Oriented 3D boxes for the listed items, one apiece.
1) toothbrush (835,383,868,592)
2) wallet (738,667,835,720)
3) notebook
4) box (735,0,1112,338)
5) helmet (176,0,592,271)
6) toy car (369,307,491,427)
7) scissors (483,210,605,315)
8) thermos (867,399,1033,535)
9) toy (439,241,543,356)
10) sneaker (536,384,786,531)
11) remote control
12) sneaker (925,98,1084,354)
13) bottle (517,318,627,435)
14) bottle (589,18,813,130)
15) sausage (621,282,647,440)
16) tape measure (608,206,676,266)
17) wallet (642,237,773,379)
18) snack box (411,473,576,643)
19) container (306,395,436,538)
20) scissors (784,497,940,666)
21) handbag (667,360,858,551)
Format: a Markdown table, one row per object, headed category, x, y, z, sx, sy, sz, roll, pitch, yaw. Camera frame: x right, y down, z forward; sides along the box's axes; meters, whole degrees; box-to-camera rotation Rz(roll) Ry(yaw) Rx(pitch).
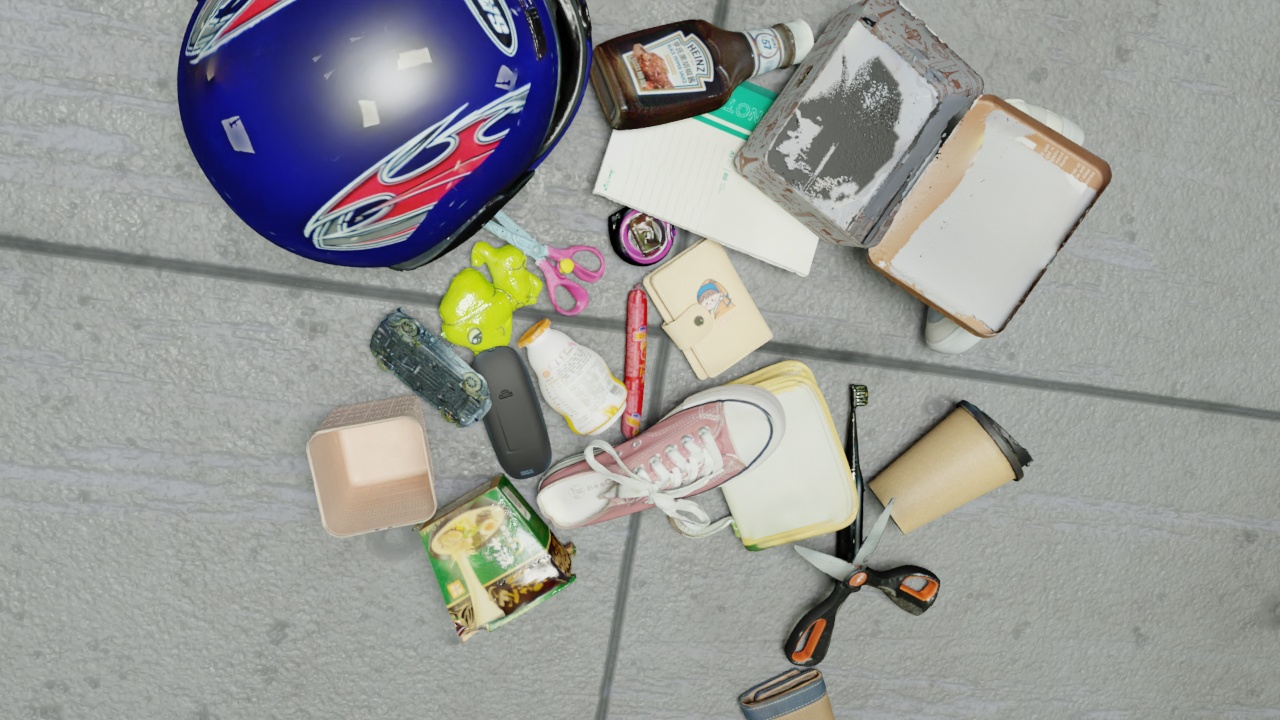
| category | x | y | z | sx | sy | sz | roll | pitch | yaw |
| --- | --- | --- | --- | --- | --- | --- | --- | --- | --- |
| toothbrush | 0.211 | 0.127 | 0.912 | 0.027 | 0.026 | 0.213 | 0 | 101 | 2 |
| wallet | 0.161 | 0.382 | 0.952 | 0.090 | 0.033 | 0.115 | -21 | 105 | -3 |
| notebook | 0.076 | -0.179 | 0.812 | 0.209 | 0.012 | 0.150 | 19 | 82 | -14 |
| box | 0.237 | -0.158 | 0.775 | 0.259 | 0.110 | 0.179 | 35 | 91 | -14 |
| helmet | -0.170 | -0.207 | 0.662 | 0.315 | 0.240 | 0.247 | -34 | 107 | -3 |
| toy car | -0.179 | 0.007 | 0.794 | 0.120 | 0.036 | 0.054 | 42 | 127 | -3 |
| scissors | -0.093 | -0.086 | 0.796 | 0.137 | 0.017 | 0.073 | 25 | 85 | -32 |
| thermos | 0.299 | 0.106 | 0.896 | 0.143 | 0.093 | 0.093 | -36 | 106 | 6 |
| toy | -0.135 | -0.054 | 0.806 | 0.100 | 0.031 | 0.097 | -28 | 107 | -9 |
| sneaker | 0.016 | 0.098 | 0.808 | 0.241 | 0.087 | 0.118 | -22 | 105 | 11 |
| remote control | -0.114 | 0.052 | 0.824 | 0.053 | 0.024 | 0.136 | -17 | 116 | -6 |
| sneaker | 0.312 | -0.125 | 0.847 | 0.090 | 0.089 | 0.242 | 23 | 96 | -12 |
| bottle | -0.062 | 0.014 | 0.817 | 0.063 | 0.063 | 0.108 | -40 | 106 | -1 |
| bottle | 0.057 | -0.253 | 0.783 | 0.194 | 0.044 | 0.080 | -19 | 82 | -16 |
| sausage | -0.005 | 0.005 | 0.849 | 0.020 | 0.020 | 0.156 | 1 | 102 | -11 |
| tape measure | 0.001 | -0.112 | 0.815 | 0.057 | 0.039 | 0.058 | -28 | 105 | -4 |
| wallet | 0.061 | -0.046 | 0.847 | 0.087 | 0.024 | 0.115 | -34 | 107 | -7 |
| snack box | -0.131 | 0.166 | 0.817 | 0.117 | 0.118 | 0.105 | -30 | 95 | -4 |
| container | -0.222 | 0.082 | 0.776 | 0.090 | 0.111 | 0.090 | -10 | 103 | -9 |
| scissors | 0.215 | 0.224 | 0.897 | 0.220 | 0.021 | 0.235 | 10 | 120 | -30 |
| handbag | 0.102 | 0.099 | 0.876 | 0.179 | 0.063 | 0.163 | -19 | 104 | 9 |
